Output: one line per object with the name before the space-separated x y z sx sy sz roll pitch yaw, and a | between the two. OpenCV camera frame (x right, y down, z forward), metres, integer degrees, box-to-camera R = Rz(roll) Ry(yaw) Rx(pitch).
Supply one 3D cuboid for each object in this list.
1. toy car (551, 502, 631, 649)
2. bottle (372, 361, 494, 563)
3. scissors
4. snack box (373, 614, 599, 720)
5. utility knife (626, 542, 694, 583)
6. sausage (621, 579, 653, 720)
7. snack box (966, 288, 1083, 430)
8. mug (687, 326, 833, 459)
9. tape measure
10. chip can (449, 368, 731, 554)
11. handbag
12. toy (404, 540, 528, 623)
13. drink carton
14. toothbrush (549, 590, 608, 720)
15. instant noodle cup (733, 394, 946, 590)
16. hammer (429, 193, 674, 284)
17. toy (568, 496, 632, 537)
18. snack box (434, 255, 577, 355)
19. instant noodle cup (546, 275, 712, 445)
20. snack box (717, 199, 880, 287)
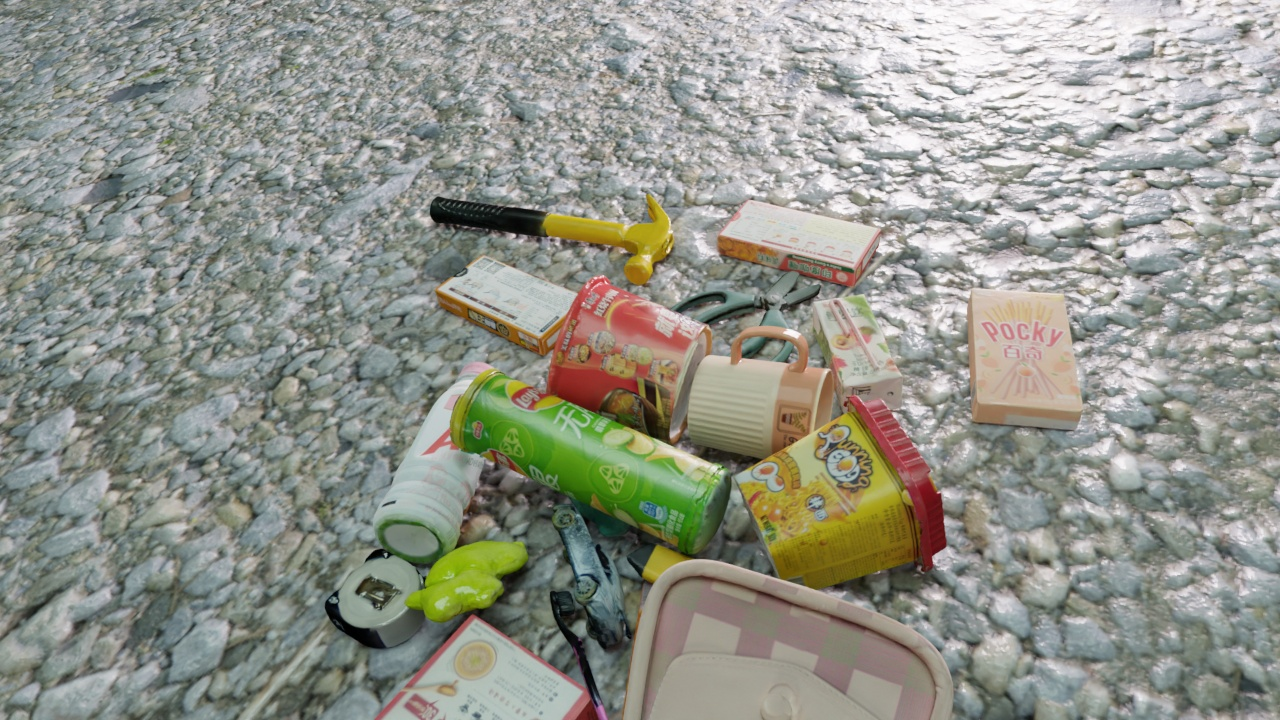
toy car | -0.038 0.158 0.688 0.036 0.054 0.120 -21 43 -9
bottle | -0.164 0.077 0.787 0.068 0.068 0.196 2 41 10
scissors | 0.096 -0.047 0.913 0.171 0.019 0.176 18 50 26
snack box | -0.109 0.250 0.607 0.113 0.044 0.126 24 50 29
utility knife | 0.090 0.180 0.661 0.216 0.015 0.033 19 44 15
sausage | 0.005 0.202 0.657 0.021 0.021 0.164 1 44 10
snack box | 0.341 -0.005 0.823 0.084 0.026 0.156 4 45 13
mug | 0.101 0.027 0.764 0.106 0.115 0.081 9 25 21
tape measure | -0.196 0.183 0.701 0.066 0.034 0.065 17 50 26
chip can | -0.038 0.077 0.713 0.221 0.073 0.072 21 50 17
handbag | 0.067 0.249 0.548 0.193 0.093 0.233 17 56 15
toy | -0.129 0.162 0.689 0.096 0.031 0.100 -14 12 -13
drink carton | 0.195 -0.009 0.836 0.053 0.046 0.122 -9 42 1
toothbrush | -0.037 0.203 0.619 0.017 0.014 0.189 -8 17 -15
instant noodle cup | 0.145 0.107 0.680 0.123 0.116 0.116 -24 44 1
hammer | -0.105 -0.155 1.049 0.301 0.033 0.128 10 46 19
toy | -0.002 0.111 0.750 0.091 0.030 0.096 -34 51 -20
snack box | -0.135 -0.061 0.958 0.154 0.026 0.075 24 51 29
instant noodle cup | -0.005 0.005 0.794 0.109 0.138 0.137 17 48 14
snack box | 0.169 -0.128 0.981 0.156 0.027 0.076 18 48 26
